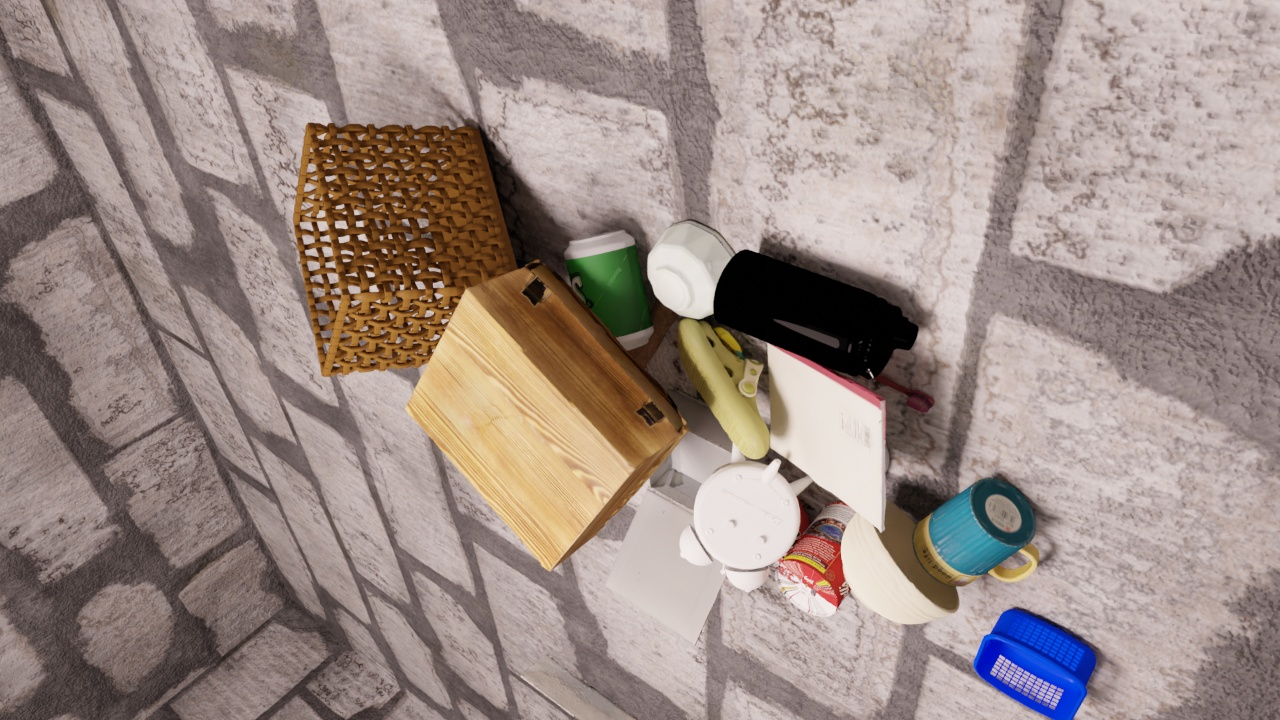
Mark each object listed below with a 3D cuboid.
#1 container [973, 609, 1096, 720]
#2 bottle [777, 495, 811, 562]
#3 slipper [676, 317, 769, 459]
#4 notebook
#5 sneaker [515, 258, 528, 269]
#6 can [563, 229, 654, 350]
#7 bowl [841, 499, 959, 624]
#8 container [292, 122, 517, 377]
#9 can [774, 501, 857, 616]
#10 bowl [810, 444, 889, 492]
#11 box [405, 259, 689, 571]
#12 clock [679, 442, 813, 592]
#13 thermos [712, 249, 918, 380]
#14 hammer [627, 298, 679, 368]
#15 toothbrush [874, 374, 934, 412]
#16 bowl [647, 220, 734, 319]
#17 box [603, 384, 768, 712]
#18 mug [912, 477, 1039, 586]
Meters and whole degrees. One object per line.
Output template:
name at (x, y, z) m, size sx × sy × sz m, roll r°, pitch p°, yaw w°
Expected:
container at (0.446, 0.339, 1.035) m, size 0.114 × 0.058 × 0.096 m, roll 26°, pitch 139°, yaw 29°
bottle at (0.208, 0.249, 1.205) m, size 0.062 × 0.062 × 0.176 m, roll -8°, pitch 116°, yaw 50°
slipper at (0.111, 0.022, 1.077) m, size 0.190 × 0.081 × 0.092 m, roll 60°, pitch 172°, yaw 19°
notebook at (0.197, 0.071, 0.995) m, size 0.209 × 0.012 × 0.153 m, roll -141°, pitch 40°, yaw -58°
sneaker at (-0.133, -0.012, 1.301) m, size 0.269 × 0.103 × 0.133 m, roll 51°, pitch 160°, yaw 20°
can at (-0.038, -0.083, 1.118) m, size 0.088 × 0.087 × 0.140 m, roll -1°, pitch 105°, yaw 48°
bowl at (0.277, 0.234, 1.027) m, size 0.075 × 0.150 × 0.151 m, roll -43°, pitch 88°, yaw 22°
container at (-0.312, -0.142, 1.195) m, size 0.220 × 0.213 × 0.251 m, roll -48°, pitch 54°, yaw 54°
can at (0.232, 0.241, 1.125) m, size 0.087 × 0.116 × 0.087 m, roll 28°, pitch 140°, yaw 27°
bowl at (0.230, 0.113, 1.065) m, size 0.105 × 0.054 × 0.105 m, roll 27°, pitch 139°, yaw 26°
box at (-0.106, 0.056, 1.088) m, size 0.279 × 0.167 × 0.246 m, roll 47°, pitch 133°, yaw 13°
clock at (0.125, 0.187, 1.096) m, size 0.125 × 0.161 × 0.073 m, roll 27°, pitch -178°, yaw 4°
thermos at (0.181, -0.044, 0.945) m, size 0.199 × 0.085 × 0.086 m, roll 25°, pitch 138°, yaw 30°
hammer at (-0.007, 0.007, 1.241) m, size 0.132 × 0.040 × 0.306 m, roll 46°, pitch 144°, yaw 10°
toothbrush at (0.230, 0.007, 1.000) m, size 0.190 × 0.016 × 0.016 m, roll 30°, pitch 141°, yaw 26°
bowl at (0.052, -0.096, 1.058) m, size 0.117 × 0.061 × 0.118 m, roll 29°, pitch 141°, yaw 27°
box at (0.056, 0.276, 1.297) m, size 0.166 × 0.118 × 0.479 m, roll 26°, pitch 116°, yaw 30°
mug at (0.366, 0.190, 0.972) m, size 0.113 × 0.083 × 0.108 m, roll 33°, pitch 139°, yaw 3°
